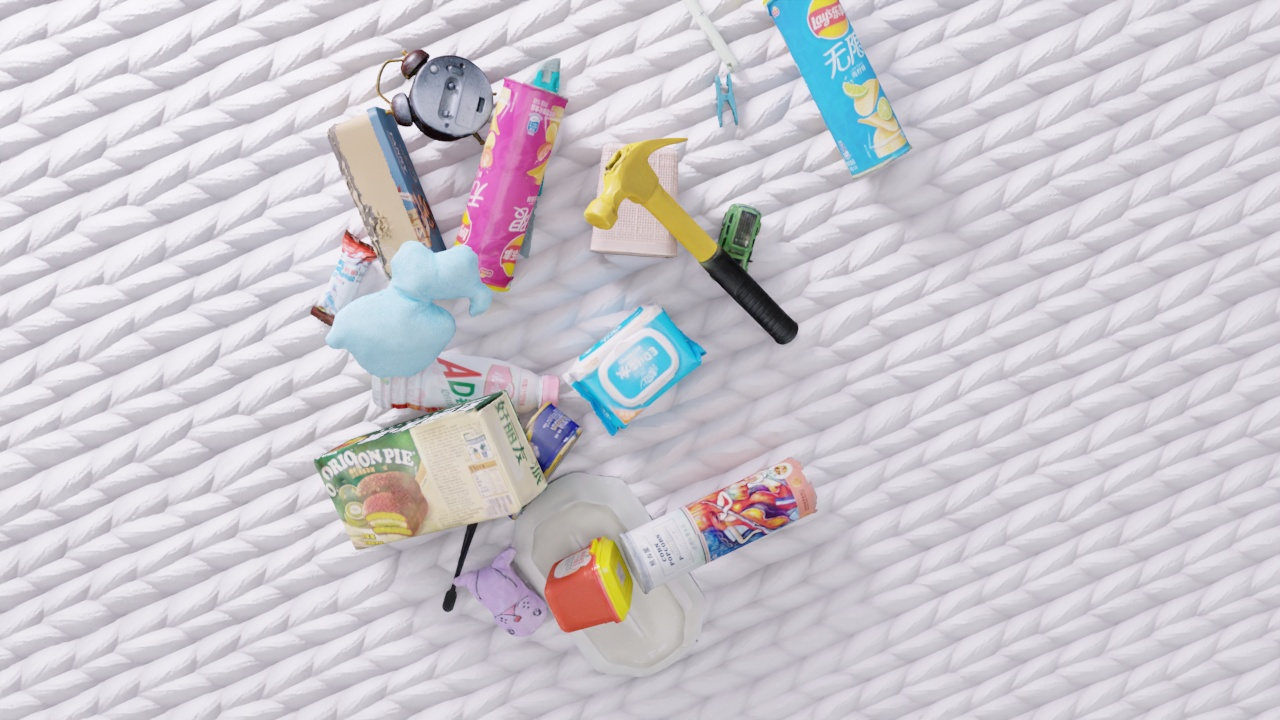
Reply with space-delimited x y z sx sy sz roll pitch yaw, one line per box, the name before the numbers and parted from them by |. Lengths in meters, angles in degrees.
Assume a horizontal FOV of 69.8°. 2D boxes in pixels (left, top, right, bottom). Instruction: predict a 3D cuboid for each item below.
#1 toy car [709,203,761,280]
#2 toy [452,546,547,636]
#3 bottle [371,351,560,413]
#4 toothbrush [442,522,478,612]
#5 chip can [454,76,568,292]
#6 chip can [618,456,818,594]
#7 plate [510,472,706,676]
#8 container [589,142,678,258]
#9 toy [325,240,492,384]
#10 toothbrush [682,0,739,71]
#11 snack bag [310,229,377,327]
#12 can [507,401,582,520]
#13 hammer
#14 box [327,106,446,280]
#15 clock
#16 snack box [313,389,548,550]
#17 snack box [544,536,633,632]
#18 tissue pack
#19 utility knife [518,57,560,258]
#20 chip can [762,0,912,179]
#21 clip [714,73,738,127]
toy car | 0.105 -0.126 1.006 0.043 0.036 0.091 14 101 -6
toy | -0.150 0.269 1.048 0.084 0.039 0.108 -33 103 11
bottle | -0.187 0.027 0.999 0.197 0.068 0.068 5 98 -7
toothbrush | -0.197 0.201 1.050 0.015 0.018 0.181 17 95 -11
chip can | -0.140 -0.182 0.956 0.071 0.071 0.211 18 102 -6
chip can | 0.087 0.180 1.014 0.214 0.071 0.071 -23 99 -11
plate | -0.036 0.254 1.055 0.162 0.034 0.266 -33 99 2
container | -0.005 -0.167 0.968 0.090 0.090 0.111 4 95 -3
toy | -0.233 -0.044 0.926 0.161 0.050 0.156 3 108 -14
toothbrush | 0.046 -0.386 0.971 0.189 0.029 0.020 52 52 -10
snack bag | -0.321 -0.085 0.994 0.048 0.026 0.104 30 96 5
can | -0.118 0.110 0.990 0.049 0.074 0.148 38 123 3
hammer | 0.071 -0.111 0.942 0.300 0.033 0.128 41 69 -34
box | -0.262 -0.177 0.951 0.061 0.089 0.184 -18 104 1
clock | -0.209 -0.271 0.942 0.121 0.055 0.082 15 87 -24
snack box | -0.222 0.118 0.959 0.241 0.063 0.114 -18 100 29
snack box | -0.057 0.243 0.991 0.080 0.091 0.082 -22 99 7
tissue pack | -0.006 0.006 1.005 0.140 0.063 0.090 -40 99 3
utility knife | -0.112 -0.218 0.991 0.029 0.013 0.216 9 99 0
chip can | 0.208 -0.300 0.965 0.071 0.071 0.210 -29 99 1
clip | 0.091 -0.281 0.992 0.042 0.014 0.056 -10 98 -2
